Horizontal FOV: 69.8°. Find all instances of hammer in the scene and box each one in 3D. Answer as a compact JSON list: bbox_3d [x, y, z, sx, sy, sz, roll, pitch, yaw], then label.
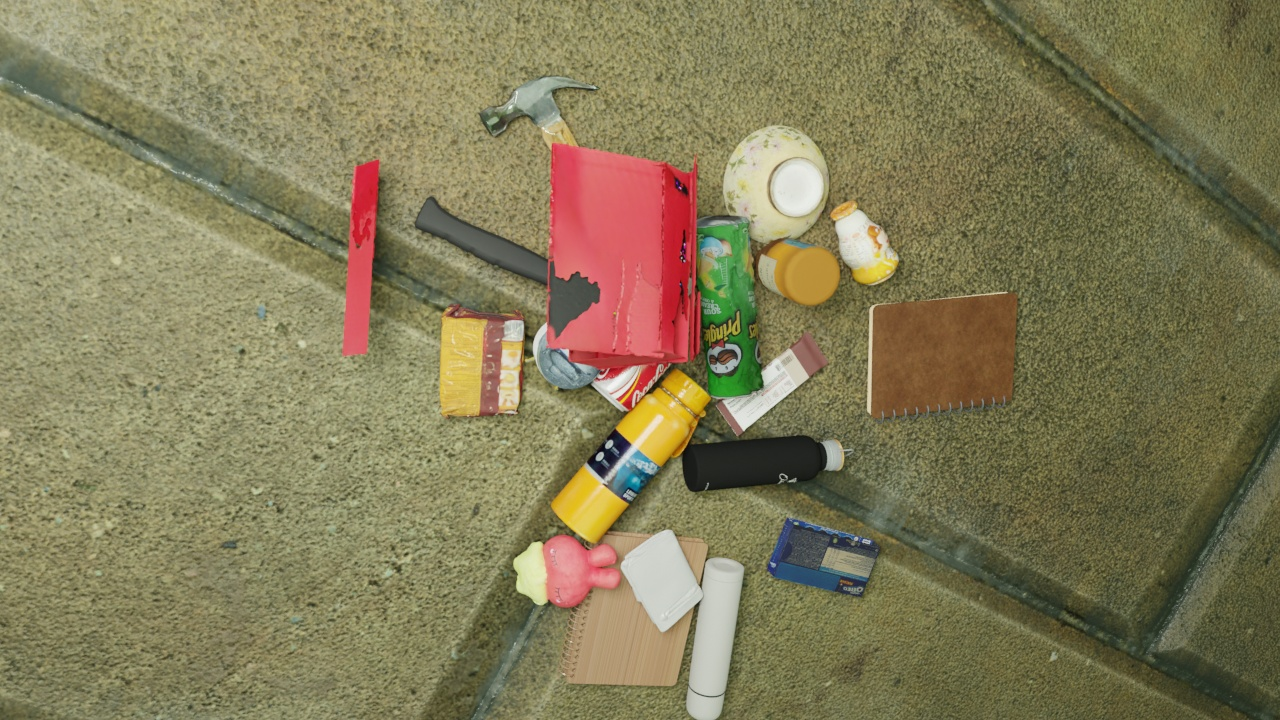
[{"bbox_3d":[-0.102,-0.099,1.053,0.323,0.029,0.127,23,76,-10],"label":"hammer"},{"bbox_3d":[-0.045,-0.181,1.084,0.132,0.033,0.330,-35,111,-8],"label":"hammer"}]

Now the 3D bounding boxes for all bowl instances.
[{"bbox_3d":[0.180,-0.213,1.126,0.145,0.063,0.145,-4,104,-17],"label":"bowl"}]

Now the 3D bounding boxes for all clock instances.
[{"bbox_3d":[-0.077,-0.021,1.097,0.117,0.057,0.083,-45,110,-3],"label":"clock"}]

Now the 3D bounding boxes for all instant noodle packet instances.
[{"bbox_3d":[-0.186,0.002,1.079,0.098,0.039,0.135,0,105,-18],"label":"instant noodle packet"}]

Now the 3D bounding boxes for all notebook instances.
[{"bbox_3d":[-0.011,0.332,1.221,0.169,0.022,0.210,9,100,-19],"label":"notebook"},{"bbox_3d":[0.417,-0.004,1.271,0.225,0.024,0.167,-6,103,-15],"label":"notebook"}]

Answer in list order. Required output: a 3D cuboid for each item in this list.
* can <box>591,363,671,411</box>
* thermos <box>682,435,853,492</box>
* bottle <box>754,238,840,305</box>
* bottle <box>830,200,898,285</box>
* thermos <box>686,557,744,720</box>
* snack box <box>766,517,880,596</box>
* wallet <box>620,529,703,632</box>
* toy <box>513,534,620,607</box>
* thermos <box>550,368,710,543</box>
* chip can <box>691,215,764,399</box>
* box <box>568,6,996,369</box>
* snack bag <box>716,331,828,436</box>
[{"bbox_3d":[-0.007,0.007,1.121,0.064,0.064,0.105,42,88,-21],"label":"can"},{"bbox_3d":[0.174,0.132,1.208,0.231,0.061,0.061,-3,104,-16],"label":"thermos"},{"bbox_3d":[0.177,-0.111,1.100,0.067,0.157,0.068,-3,104,-13],"label":"bottle"},{"bbox_3d":[0.283,-0.150,1.173,0.063,0.063,0.109,-39,111,-5],"label":"bottle"},{"bbox_3d":[0.100,0.383,1.251,0.052,0.052,0.224,3,102,-18],"label":"thermos"},{"bbox_3d":[0.258,0.278,1.288,0.150,0.027,0.082,18,99,-19],"label":"snack box"},{"bbox_3d":[0.028,0.286,1.197,0.086,0.032,0.116,-30,109,-21],"label":"wallet"},{"bbox_3d":[-0.092,0.266,1.155,0.135,0.045,0.091,-3,95,3],"label":"toy"},{"bbox_3d":[-0.007,0.117,1.148,0.076,0.091,0.232,40,89,19],"label":"thermos"},{"bbox_3d":[0.109,-0.067,1.135,0.075,0.075,0.223,-11,105,-15],"label":"chip can"},{"bbox_3d":[0.076,-0.124,0.831,0.141,0.512,0.215,8,79,-34],"label":"box"},{"bbox_3d":[0.175,0.031,1.210,0.158,0.013,0.057,-39,108,-5],"label":"snack bag"}]
